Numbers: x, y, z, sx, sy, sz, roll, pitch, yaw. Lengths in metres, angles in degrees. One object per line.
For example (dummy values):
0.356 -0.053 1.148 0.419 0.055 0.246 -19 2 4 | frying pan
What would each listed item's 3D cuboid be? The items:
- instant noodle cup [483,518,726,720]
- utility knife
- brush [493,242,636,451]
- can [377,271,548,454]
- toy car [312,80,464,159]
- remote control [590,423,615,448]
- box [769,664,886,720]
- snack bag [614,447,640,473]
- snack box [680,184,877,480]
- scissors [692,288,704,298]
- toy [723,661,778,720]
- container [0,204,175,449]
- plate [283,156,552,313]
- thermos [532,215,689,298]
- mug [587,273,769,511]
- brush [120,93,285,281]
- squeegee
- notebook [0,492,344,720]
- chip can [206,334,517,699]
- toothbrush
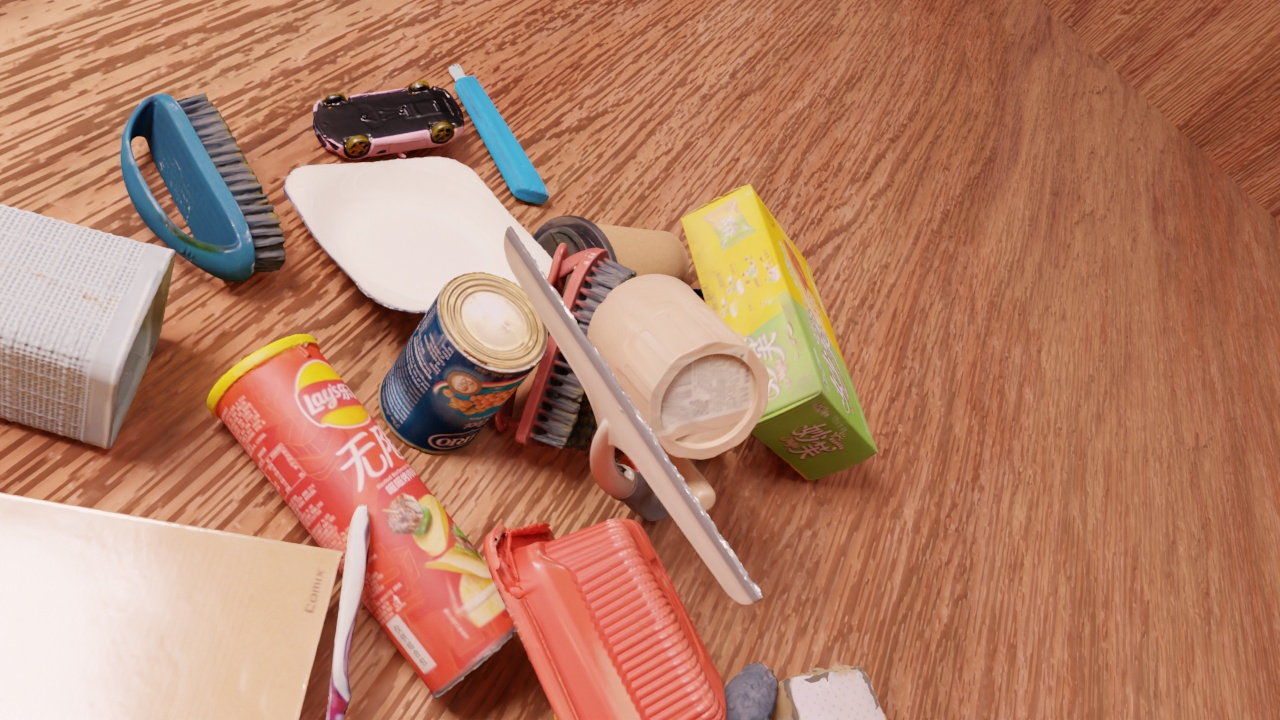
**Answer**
-0.013 0.155 0.505 0.079 0.189 0.164 -28 80 0 | instant noodle cup
-0.131 -0.206 0.815 0.034 0.018 0.166 -11 64 -45 | utility knife
-0.053 -0.011 0.644 0.069 0.146 0.063 18 -2 17 | brush
-0.116 0.003 0.595 0.075 0.111 0.075 20 48 -24 | can
-0.201 -0.191 0.738 0.122 0.037 0.056 -18 67 -31 | toy car
-0.004 0.004 0.702 0.056 0.019 0.134 34 67 12 | remote control
0.131 0.286 0.606 0.089 0.059 0.184 6 53 -35 | box
0.019 0.062 0.714 0.105 0.026 0.045 -11 48 -42 | snack bag
0.118 -0.021 0.777 0.157 0.070 0.209 38 32 -53 | snack box
0.043 -0.004 0.796 0.146 0.012 0.169 28 46 -17 | scissors
0.032 0.322 0.479 0.138 0.092 0.355 34 44 -29 | toy
-0.319 -0.022 0.480 0.111 0.090 0.089 19 48 -21 | container
-0.159 -0.087 0.670 0.163 0.034 0.164 -17 55 -43 | plate
-0.025 -0.072 0.746 0.143 0.093 0.093 -12 66 -51 | thermos
0.022 0.021 0.581 0.084 0.125 0.103 -9 28 -19 | mug
-0.290 -0.111 0.592 0.073 0.055 0.144 -22 73 -45 | brush
-0.009 0.071 0.581 0.039 0.247 0.246 -33 68 -6 | squeegee
-0.261 0.139 0.423 0.211 0.012 0.149 14 51 -14 | notebook
-0.156 0.087 0.529 0.216 0.073 0.073 50 43 6 | chip can
-0.150 0.167 0.467 0.017 0.016 0.187 7 75 -16 | toothbrush
